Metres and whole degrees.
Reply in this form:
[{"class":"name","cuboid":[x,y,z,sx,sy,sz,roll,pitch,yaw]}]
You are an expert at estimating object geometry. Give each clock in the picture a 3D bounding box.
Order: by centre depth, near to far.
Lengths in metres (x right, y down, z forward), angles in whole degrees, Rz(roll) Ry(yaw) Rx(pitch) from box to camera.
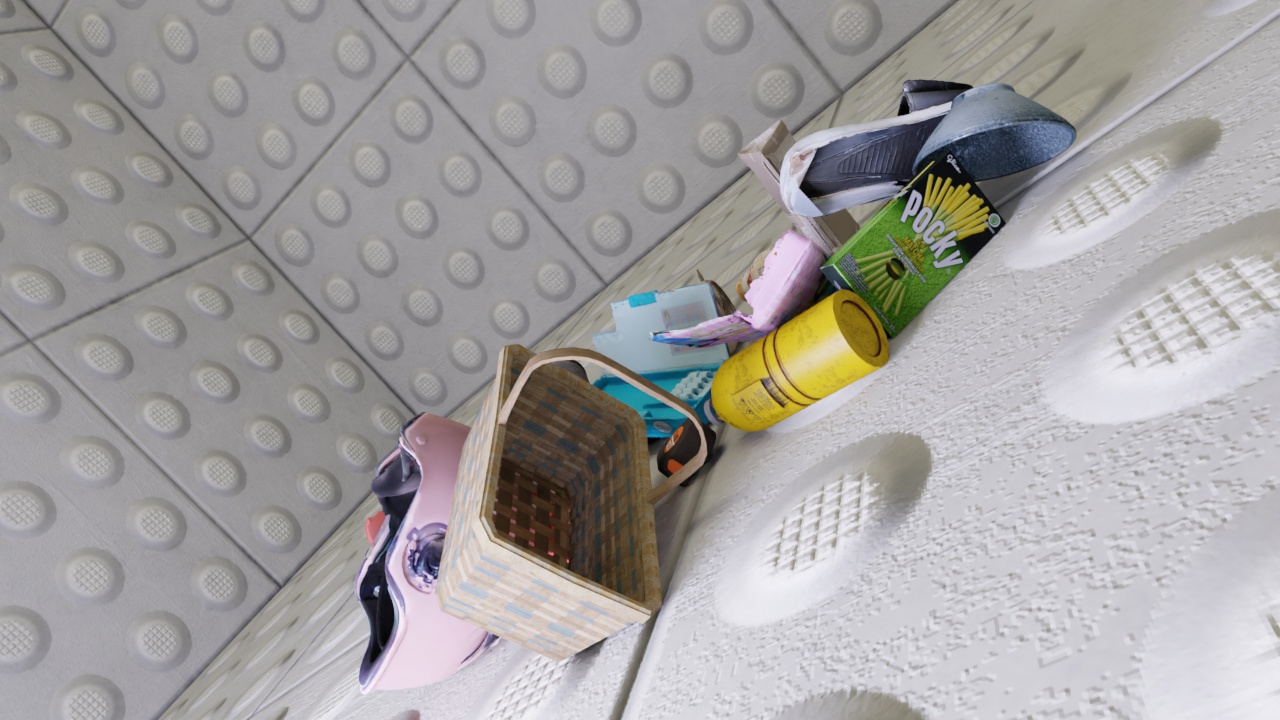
[{"class":"clock","cuboid":[0.093,-0.044,1.116,0.055,0.093,0.140,-31,37,18]}]

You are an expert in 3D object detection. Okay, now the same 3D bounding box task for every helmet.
[{"class":"helmet","cuboid":[-0.184,0.184,0.860,0.231,0.152,0.254,-44,36,52]}]

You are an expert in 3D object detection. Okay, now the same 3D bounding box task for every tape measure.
[{"class":"tape measure","cuboid":[0.045,0.084,0.841,0.059,0.038,0.058,-54,7,7]}]

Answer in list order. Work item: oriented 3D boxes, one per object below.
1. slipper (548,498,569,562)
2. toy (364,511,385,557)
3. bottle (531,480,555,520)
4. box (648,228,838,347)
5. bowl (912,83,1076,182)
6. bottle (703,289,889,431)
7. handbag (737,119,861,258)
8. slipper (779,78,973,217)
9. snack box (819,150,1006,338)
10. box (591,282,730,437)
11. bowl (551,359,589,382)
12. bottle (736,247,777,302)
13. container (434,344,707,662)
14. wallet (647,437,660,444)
[{"class":"slipper","cuboid":[-0.050,0.146,0.865,0.103,0.059,0.249,-42,10,-3]},{"class":"toy","cuboid":[-0.206,0.222,1.036,0.158,0.140,0.185,-6,-9,-45]},{"class":"bottle","cuboid":[-0.084,0.131,1.028,0.162,0.072,0.046,-35,44,36]},{"class":"box","cuboid":[0.112,-0.041,0.835,0.161,0.062,0.230,-37,-13,14]},{"class":"bowl","cuboid":[0.308,-0.208,0.814,0.137,0.057,0.137,-6,-10,-1]},{"class":"bottle","cuboid":[0.118,0.011,0.764,0.164,0.071,0.070,-34,12,38]},{"class":"handbag","cuboid":[0.178,-0.156,0.979,0.062,0.175,0.197,-36,13,20]},{"class":"slipper","cuboid":[0.250,-0.210,0.889,0.263,0.063,0.111,-18,-39,-14]},{"class":"snack box","cuboid":[0.230,-0.097,0.771,0.147,0.080,0.025,-43,9,-12]},{"class":"box","cuboid":[0.011,0.013,1.026,0.228,0.085,0.170,-6,66,51]},{"class":"bowl","cuboid":[-0.131,0.072,1.396,0.145,0.145,0.067,-41,50,2]},{"class":"bottle","cuboid":[0.165,-0.107,1.138,0.063,0.063,0.109,-48,12,-35]},{"class":"container","cuboid":[-0.051,0.082,0.711,0.187,0.157,0.249,-51,22,24]},{"class":"wallet","cuboid":[0.029,0.060,1.074,0.092,0.018,0.115,-33,14,41]}]
